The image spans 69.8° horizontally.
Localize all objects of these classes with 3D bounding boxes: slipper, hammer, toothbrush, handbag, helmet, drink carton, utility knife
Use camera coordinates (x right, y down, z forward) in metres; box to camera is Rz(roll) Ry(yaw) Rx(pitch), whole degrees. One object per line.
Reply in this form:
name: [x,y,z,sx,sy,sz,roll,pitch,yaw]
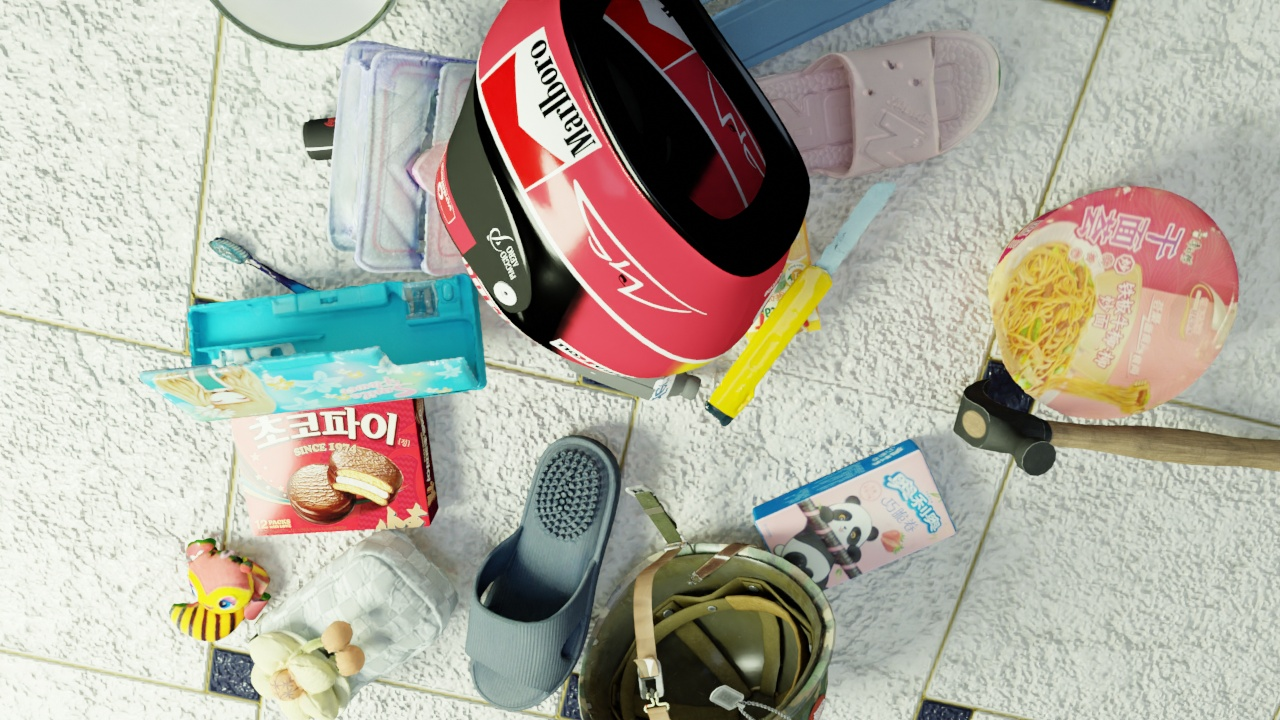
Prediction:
slipper: [-0.090,0.191,0.774,0.101,0.082,0.264,24,103,17]
hammer: [0.402,0.064,0.743,0.305,0.132,0.040,6,106,-14]
toothbrush: [-0.267,-0.048,0.754,0.189,0.017,0.016,31,104,-7]
slipper: [0.154,-0.183,0.688,0.239,0.064,0.094,-11,106,5]
handbag: [-0.156,-0.146,0.680,0.126,0.069,0.159,-4,111,-41]
helmet: [0.049,0.236,0.738,0.225,0.192,0.236,-32,126,30]
drink carton: [0.104,-0.076,0.731,0.058,0.041,0.122,-11,106,3]
helmet: [-0.026,-0.112,0.631,0.225,0.197,0.271,-21,113,46]
handbag: [-0.248,0.230,0.779,0.172,0.123,0.112,-39,96,16]
utility knife: [0.123,-0.042,0.709,0.030,0.019,0.228,31,109,-14]

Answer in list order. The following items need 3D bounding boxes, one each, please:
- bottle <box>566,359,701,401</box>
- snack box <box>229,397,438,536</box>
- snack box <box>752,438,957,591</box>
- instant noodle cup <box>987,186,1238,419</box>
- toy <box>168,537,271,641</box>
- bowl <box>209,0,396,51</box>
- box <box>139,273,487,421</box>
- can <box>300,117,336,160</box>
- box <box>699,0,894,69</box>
bottle: [-0.004,0.004,0.752,0.112,0.047,0.047,20,105,-5]
snack box: [-0.259,0.077,0.780,0.152,0.035,0.133,-4,106,1]
snack box: [0.184,0.139,0.795,0.154,0.033,0.088,-25,104,7]
instant noodle cup: [0.354,-0.050,0.718,0.178,0.077,0.179,1,106,2]
toy: [-0.373,0.204,0.814,0.084,0.046,0.103,28,108,-14]
bowl: [-0.235,-0.299,0.653,0.153,0.072,0.153,0,107,1]
box: [-0.240,-0.011,0.685,0.227,0.117,0.097,-6,87,1]
can: [-0.218,-0.174,0.710,0.080,0.031,0.031,-5,106,2]
box: [0.114,-0.286,0.656,0.209,0.047,0.122,-24,119,6]
